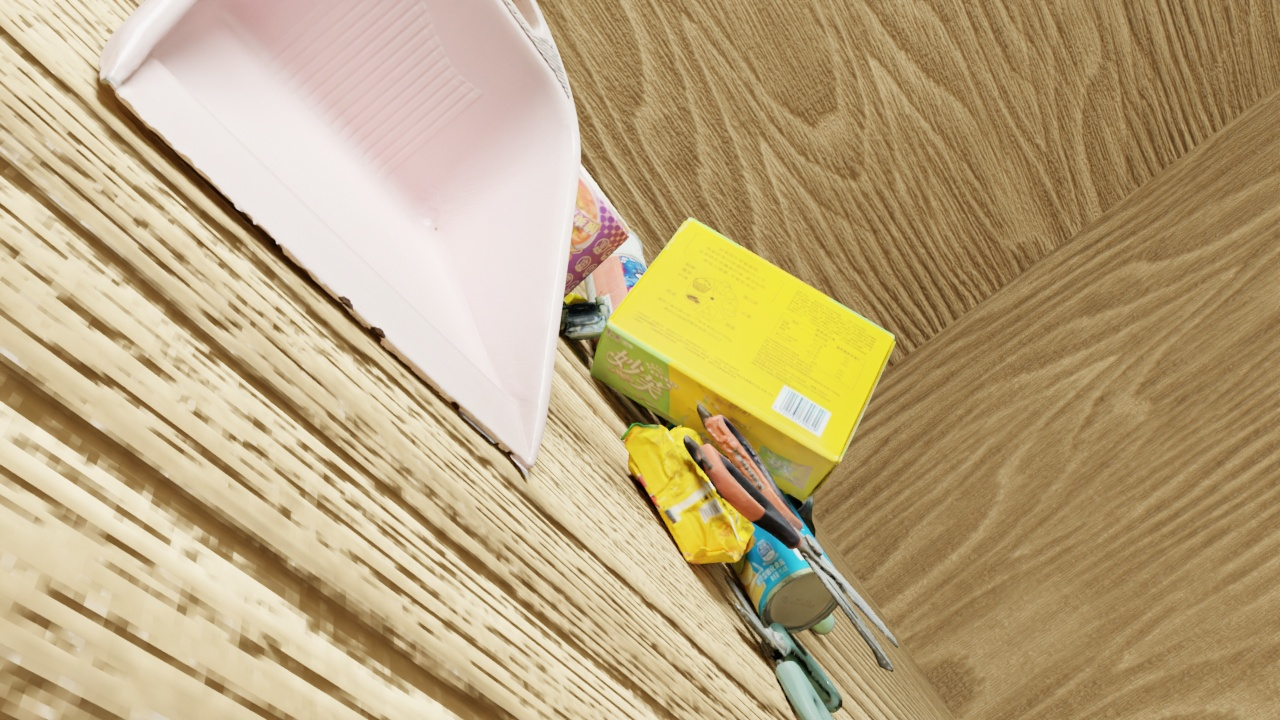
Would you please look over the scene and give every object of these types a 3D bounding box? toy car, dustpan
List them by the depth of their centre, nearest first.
[{"bbox_3d":[-0.091,-0.125,0.417,0.222,0.139,0.273,50,5,-42],"label":"dustpan"},{"bbox_3d":[-0.048,-0.034,0.774,0.090,0.043,0.034,-126,-148,-78],"label":"toy car"}]

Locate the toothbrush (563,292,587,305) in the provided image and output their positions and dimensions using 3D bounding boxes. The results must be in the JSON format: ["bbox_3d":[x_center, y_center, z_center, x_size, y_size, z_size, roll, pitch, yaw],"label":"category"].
[{"bbox_3d":[-0.063,-0.063,0.985,0.016,0.016,0.190,49,5,3],"label":"toothbrush"}]

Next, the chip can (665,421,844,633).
[{"bbox_3d":[0.086,0.122,0.758,0.071,0.071,0.210,49,7,-40],"label":"chip can"}]

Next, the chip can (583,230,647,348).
[{"bbox_3d":[-0.020,-0.062,0.908,0.071,0.071,0.214,50,13,-29],"label":"chip can"}]

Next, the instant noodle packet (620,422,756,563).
[{"bbox_3d":[0.036,0.093,0.641,0.110,0.044,0.128,56,8,12],"label":"instant noodle packet"}]

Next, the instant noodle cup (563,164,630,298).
[{"bbox_3d":[-0.069,-0.104,0.726,0.111,0.099,0.111,54,4,-6],"label":"instant noodle cup"}]

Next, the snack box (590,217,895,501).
[{"bbox_3d":[0.087,-0.006,0.761,0.210,0.157,0.070,31,-39,6],"label":"snack box"}]

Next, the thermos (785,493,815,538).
[{"bbox_3d":[0.164,0.154,1.170,0.068,0.090,0.242,29,12,-18],"label":"thermos"}]

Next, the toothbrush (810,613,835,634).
[{"bbox_3d":[0.132,0.205,0.871,0.224,0.026,0.027,49,28,-39],"label":"toothbrush"}]

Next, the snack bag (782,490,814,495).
[{"bbox_3d":[0.085,0.053,0.945,0.158,0.068,0.247,56,-13,-18],"label":"snack bag"}]

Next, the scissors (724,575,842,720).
[{"bbox_3d":[0.114,0.224,0.605,0.170,0.019,0.181,51,6,-39],"label":"scissors"}]

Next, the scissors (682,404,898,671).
[{"bbox_3d":[0.100,0.113,0.633,0.226,0.015,0.188,42,14,-28],"label":"scissors"}]
